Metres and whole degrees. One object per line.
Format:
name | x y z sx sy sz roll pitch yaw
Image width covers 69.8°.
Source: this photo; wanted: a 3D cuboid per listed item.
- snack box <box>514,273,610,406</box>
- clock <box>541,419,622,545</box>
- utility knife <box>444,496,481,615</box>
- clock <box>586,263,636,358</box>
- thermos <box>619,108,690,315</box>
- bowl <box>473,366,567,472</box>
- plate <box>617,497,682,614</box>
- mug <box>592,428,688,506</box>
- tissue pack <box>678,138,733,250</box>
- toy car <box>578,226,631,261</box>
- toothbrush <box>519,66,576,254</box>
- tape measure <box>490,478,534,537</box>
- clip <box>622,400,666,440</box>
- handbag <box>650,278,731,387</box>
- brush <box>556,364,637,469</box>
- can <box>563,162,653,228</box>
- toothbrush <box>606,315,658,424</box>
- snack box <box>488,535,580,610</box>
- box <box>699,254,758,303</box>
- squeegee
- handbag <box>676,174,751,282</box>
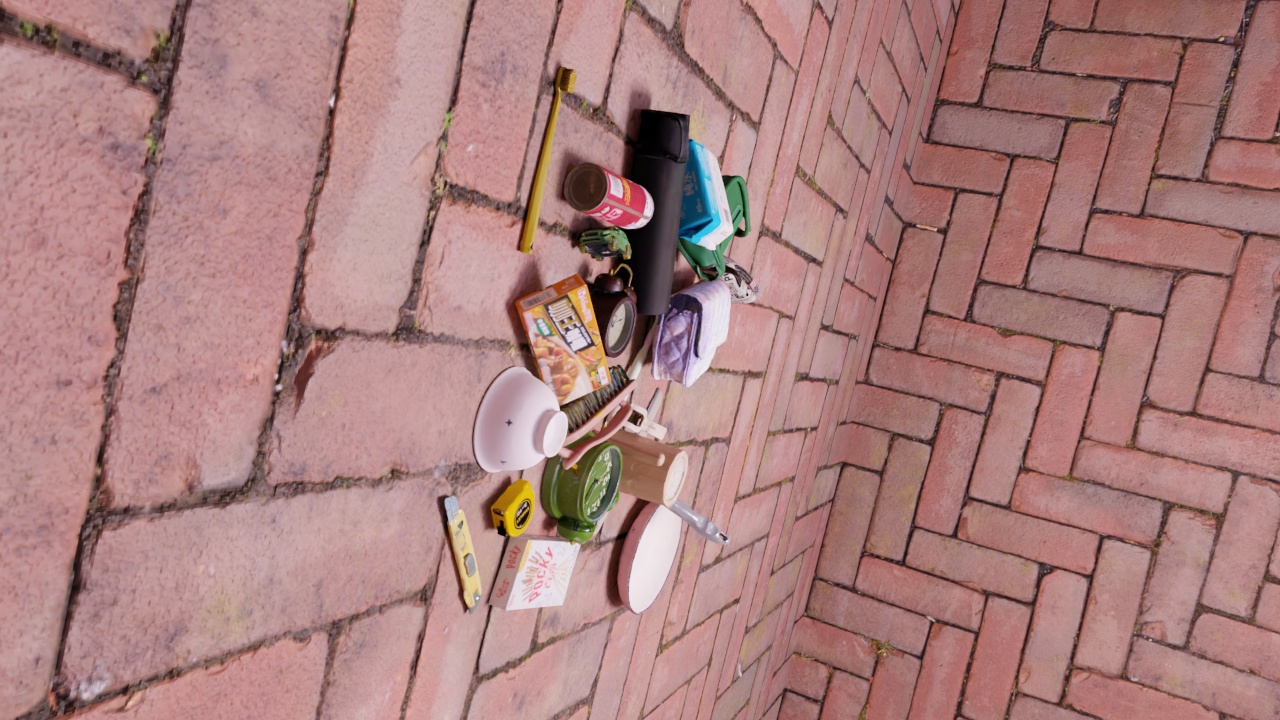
snack box | -0.082 -0.019 1.000 0.075 0.026 0.154 -25 137 -12
clock | -0.069 0.160 1.151 0.115 0.056 0.161 -46 144 -47
utility knife | -0.188 0.203 0.966 0.030 0.019 0.178 -58 148 -47
clock | -0.040 -0.057 1.083 0.122 0.055 0.082 -69 156 -7
thermos | 0.019 -0.177 1.113 0.068 0.090 0.243 -1 110 -21
bowl | -0.117 0.071 0.976 0.118 0.065 0.118 -46 144 -48
plate | 0.010 0.300 1.441 0.191 0.039 0.193 -45 142 -50
mug | -0.003 0.136 1.228 0.084 0.104 0.125 -66 156 -20
tissue pack | 0.068 -0.215 1.184 0.090 0.063 0.140 3 73 -67
toy car | -0.040 -0.135 1.052 0.091 0.043 0.036 0 89 -75
toothbrush | -0.093 -0.200 0.924 0.015 0.017 0.190 4 101 -66
tape measure | -0.143 0.166 1.020 0.059 0.029 0.057 -50 146 -45
clip | -0.003 0.083 1.247 0.034 0.060 0.097 -66 157 -10
handbag | 0.076 -0.044 1.305 0.193 0.075 0.134 -40 141 -69
brush | -0.061 0.066 1.086 0.145 0.063 0.073 -44 115 -47
can | -0.032 -0.182 1.028 0.132 0.053 0.053 2 102 -67
toothbrush | -0.007 0.007 1.250 0.189 0.020 0.029 -66 149 -17
snack box | -0.125 0.258 1.122 0.156 0.027 0.084 31 76 -67
box | 0.148 -0.137 1.455 0.163 0.075 0.077 32 68 -64
squeegee | 0.047 0.211 1.382 0.246 0.039 0.245 41 60 -28
handbag | 0.108 -0.192 1.297 0.131 0.068 0.120 -61 138 -34
